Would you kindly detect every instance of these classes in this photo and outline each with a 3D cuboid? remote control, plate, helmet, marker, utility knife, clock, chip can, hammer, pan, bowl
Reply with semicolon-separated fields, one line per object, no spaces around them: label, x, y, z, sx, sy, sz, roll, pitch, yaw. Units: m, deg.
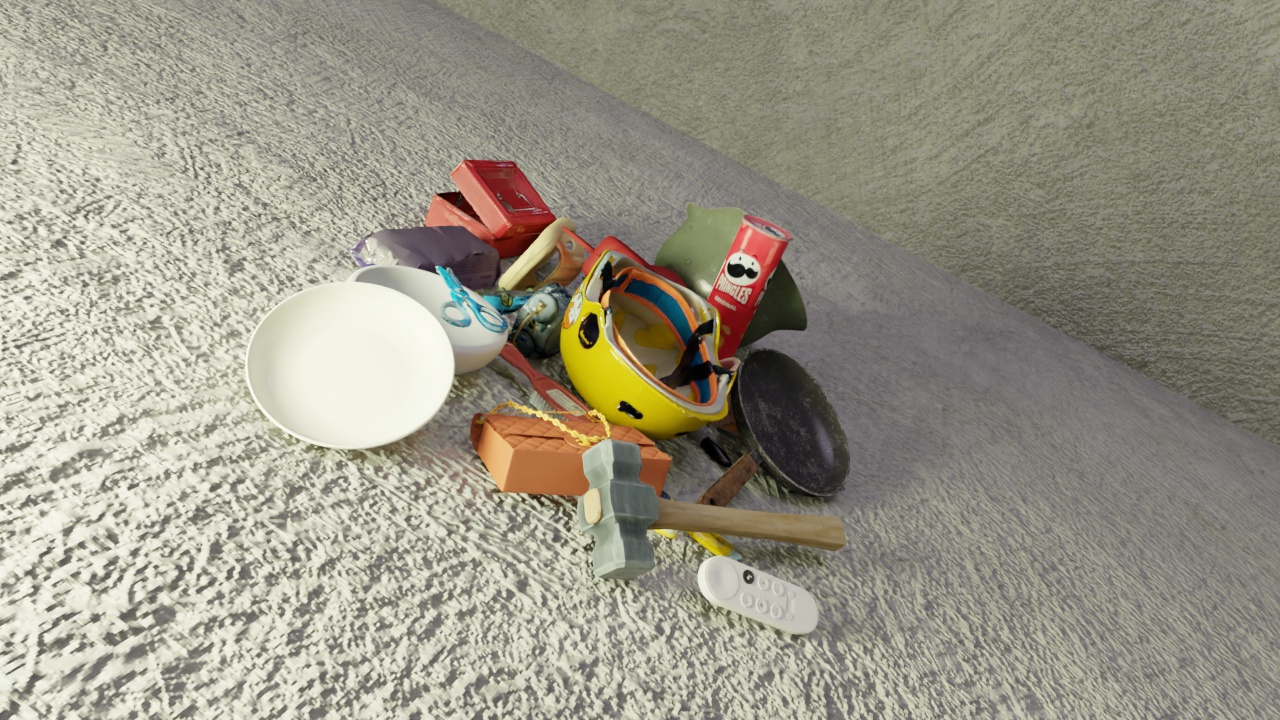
remote control;0.110;0.217;0.844;0.136;0.013;0.043;26;54;-24
plate;-0.265;0.008;0.847;0.182;0.034;0.182;9;54;-12
helmet;0.109;-0.114;1.390;0.267;0.153;0.227;54;-6;31
marker;0.065;0.087;1.122;0.138;0.016;0.022;43;-3;36
helmet;-0.006;0.006;1.065;0.209;0.140;0.239;25;39;-33
utility knife;0.039;0.157;0.943;0.155;0.017;0.030;38;34;19
clock;-0.118;-0.047;1.118;0.052;0.090;0.129;40;22;16
chip can;0.125;-0.078;1.254;0.073;0.233;0.073;20;22;-9
hammer;0.084;0.158;0.899;0.322;0.051;0.117;13;57;-35
pan;0.144;0.104;1.081;0.207;0.040;0.355;56;38;2
bowl;-0.236;-0.032;0.990;0.176;0.066;0.176;22;23;-10

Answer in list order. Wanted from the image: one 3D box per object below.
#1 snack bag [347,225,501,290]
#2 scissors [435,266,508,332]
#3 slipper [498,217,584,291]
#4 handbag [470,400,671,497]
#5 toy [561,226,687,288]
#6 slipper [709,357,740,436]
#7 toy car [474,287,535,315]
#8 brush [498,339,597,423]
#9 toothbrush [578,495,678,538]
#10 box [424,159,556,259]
snack bag;-0.268;-0.132;1.182;0.096;0.058;0.205;35;24;18
scissors;-0.192;-0.069;1.014;0.083;0.015;0.140;10;26;-30
slipper;-0.129;-0.138;1.310;0.079;0.111;0.261;46;17;-10
handbag;-0.070;0.083;0.911;0.171;0.060;0.109;8;16;-31
toy;-0.017;-0.096;1.256;0.158;0.120;0.197;48;8;38
slipper;0.105;0.036;1.189;0.197;0.082;0.093;21;24;-8
toy car;-0.171;-0.074;1.154;0.105;0.032;0.048;4;13;43
brush;-0.116;0.030;1.029;0.172;0.030;0.040;39;27;27
toothbrush;-0.023;0.142;0.904;0.135;0.016;0.021;25;20;-3
box;-0.224;-0.214;1.381;0.136;0.123;0.157;50;24;8
